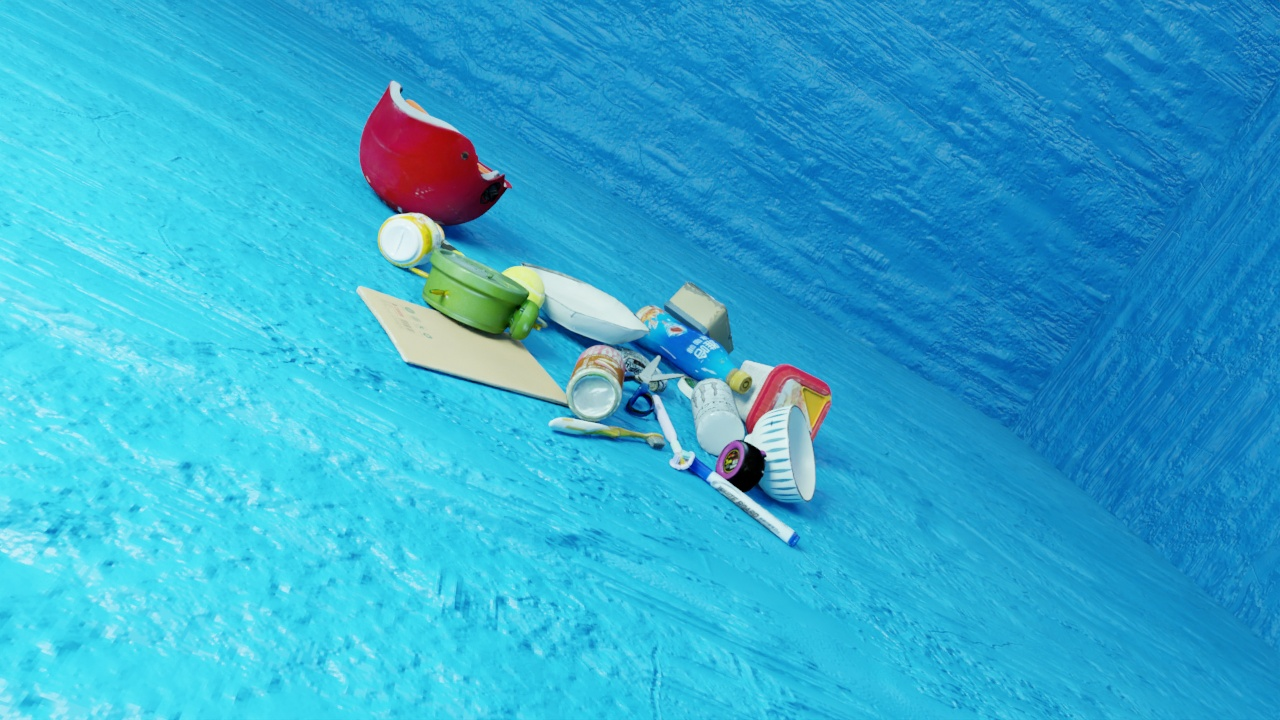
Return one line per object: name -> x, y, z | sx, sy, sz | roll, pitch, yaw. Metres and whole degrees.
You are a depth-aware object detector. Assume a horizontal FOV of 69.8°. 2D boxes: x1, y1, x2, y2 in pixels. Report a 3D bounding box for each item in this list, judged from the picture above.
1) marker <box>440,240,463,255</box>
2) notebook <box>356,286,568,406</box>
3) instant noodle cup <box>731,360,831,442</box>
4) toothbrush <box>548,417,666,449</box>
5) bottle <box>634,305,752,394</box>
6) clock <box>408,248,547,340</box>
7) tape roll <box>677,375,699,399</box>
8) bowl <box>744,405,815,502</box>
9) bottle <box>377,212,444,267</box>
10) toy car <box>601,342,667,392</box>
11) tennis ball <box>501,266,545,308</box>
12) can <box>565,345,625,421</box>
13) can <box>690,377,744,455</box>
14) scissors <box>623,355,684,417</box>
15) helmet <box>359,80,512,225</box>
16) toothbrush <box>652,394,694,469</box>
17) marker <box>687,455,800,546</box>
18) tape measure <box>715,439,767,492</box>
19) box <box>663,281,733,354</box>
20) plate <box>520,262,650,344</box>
marker -> -0.259, -0.149, 1.251 | 0.124, 0.015, 0.018 | 38, 14, 36
notebook -> -0.181, -0.013, 0.955 | 0.207, 0.008, 0.148 | 19, 19, -45
instant noodle cup -> 0.193, 0.059, 1.332 | 0.116, 0.116, 0.124 | 24, 4, -28
toothbrush -> -0.030, 0.078, 0.958 | 0.191, 0.016, 0.018 | 15, 31, -53
bottle -> 0.075, -0.011, 1.341 | 0.219, 0.065, 0.065 | 34, 12, 39
clock -> -0.175, -0.072, 1.042 | 0.161, 0.056, 0.116 | 21, 10, -33
tape roll -> 0.093, 0.051, 1.323 | 0.086, 0.014, 0.085 | 30, 13, -8
bowl -> 0.163, 0.115, 1.101 | 0.066, 0.116, 0.116 | -10, -3, 23
bottle -> -0.271, -0.147, 1.109 | 0.063, 0.063, 0.108 | 32, 13, 0
toy car -> -0.007, 0.007, 1.220 | 0.105, 0.031, 0.049 | 29, 15, -17
tennis ball -> -0.152, -0.085, 1.147 | 0.065, 0.065, 0.065 | 30, 14, -8
can -> -0.047, 0.022, 1.003 | 0.058, 0.058, 0.147 | 31, 10, -5
can -> 0.096, 0.069, 1.172 | 0.058, 0.058, 0.146 | 30, 14, -9
scissors -> 0.002, 0.028, 1.144 | 0.163, 0.012, 0.160 | 12, 30, -28
helmet -> -0.302, -0.269, 1.313 | 0.207, 0.144, 0.240 | 39, 1, 23
toothbrush -> 0.032, 0.079, 1.080 | 0.189, 0.029, 0.021 | -116, -174, -68
marker -> 0.111, 0.153, 1.000 | 0.146, 0.017, 0.016 | 36, 14, 16
tape measure -> 0.114, 0.120, 1.034 | 0.039, 0.057, 0.057 | 27, 38, -25
box -> 0.093, -0.053, 1.441 | 0.090, 0.061, 0.184 | 37, -11, 24
plate -> -0.086, -0.076, 1.276 | 0.162, 0.034, 0.265 | 18, 12, -23
